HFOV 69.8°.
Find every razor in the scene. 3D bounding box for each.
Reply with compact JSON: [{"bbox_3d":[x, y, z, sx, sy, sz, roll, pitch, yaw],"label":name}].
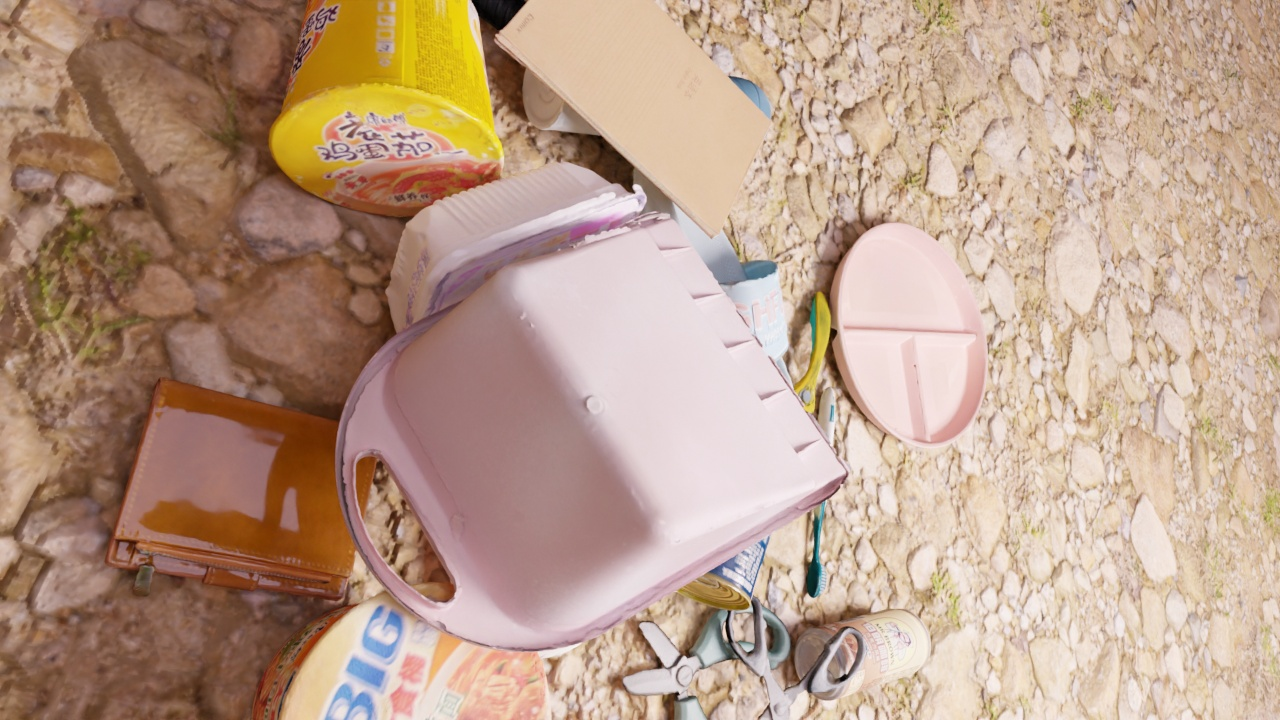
[{"bbox_3d":[0.155,-0.008,0.835,0.043,0.028,0.132,30,61,-24],"label":"razor"}]

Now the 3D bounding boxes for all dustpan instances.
[{"bbox_3d":[-0.032,0.039,0.546,0.272,0.139,0.222,-12,66,-56],"label":"dustpan"}]

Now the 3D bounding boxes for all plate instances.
[{"bbox_3d":[0.269,-0.025,0.921,0.229,0.028,0.229,8,75,-34],"label":"plate"}]

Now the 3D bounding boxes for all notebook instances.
[{"bbox_3d":[0.006,-0.210,0.695,0.211,0.012,0.149,40,53,-18],"label":"notebook"}]

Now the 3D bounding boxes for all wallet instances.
[{"bbox_3d":[-0.223,0.082,0.526,0.130,0.035,0.119,20,69,-30],"label":"wallet"}]

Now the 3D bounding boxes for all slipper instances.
[{"bbox_3d":[0.072,-0.067,0.739,0.245,0.074,0.103,65,27,-3],"label":"slipper"}]

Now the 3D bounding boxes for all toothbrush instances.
[{"bbox_3d":[0.164,0.115,0.820,0.018,0.016,0.191,24,66,-41],"label":"toothbrush"}]

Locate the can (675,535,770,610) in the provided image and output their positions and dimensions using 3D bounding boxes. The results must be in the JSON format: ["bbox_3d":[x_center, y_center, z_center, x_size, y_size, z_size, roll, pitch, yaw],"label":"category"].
[{"bbox_3d":[0.064,0.125,0.705,0.075,0.075,0.111,36,60,-25],"label":"can"}]

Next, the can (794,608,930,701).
[{"bbox_3d":[0.189,0.248,0.781,0.116,0.059,0.058,0,80,-37],"label":"can"}]

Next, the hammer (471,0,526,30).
[{"bbox_3d":[-0.185,-0.309,0.644,0.300,0.033,0.128,28,65,-28],"label":"hammer"}]

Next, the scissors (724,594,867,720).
[{"bbox_3d":[0.103,0.260,0.700,0.180,0.014,0.159,-37,84,-19],"label":"scissors"}]

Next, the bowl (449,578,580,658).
[{"bbox_3d":[-0.061,0.141,0.614,0.116,0.066,0.116,9,75,-35],"label":"bowl"}]

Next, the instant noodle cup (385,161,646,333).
[{"bbox_3d":[-0.091,-0.068,0.608,0.173,0.138,0.060,-30,75,-38],"label":"instant noodle cup"}]

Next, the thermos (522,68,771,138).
[{"bbox_3d":[0.014,-0.210,0.748,0.220,0.070,0.070,-4,82,-37],"label":"thermos"}]

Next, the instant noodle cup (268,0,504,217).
[{"bbox_3d":[-0.157,-0.172,0.578,0.138,0.138,0.109,11,64,-34],"label":"instant noodle cup"}]

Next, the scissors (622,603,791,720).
[{"bbox_3d":[0.057,0.268,0.705,0.170,0.019,0.180,3,79,-38],"label":"scissors"}]

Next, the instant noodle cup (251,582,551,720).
[{"bbox_3d":[-0.141,0.200,0.512,0.151,0.112,0.151,9,75,-35],"label":"instant noodle cup"}]
